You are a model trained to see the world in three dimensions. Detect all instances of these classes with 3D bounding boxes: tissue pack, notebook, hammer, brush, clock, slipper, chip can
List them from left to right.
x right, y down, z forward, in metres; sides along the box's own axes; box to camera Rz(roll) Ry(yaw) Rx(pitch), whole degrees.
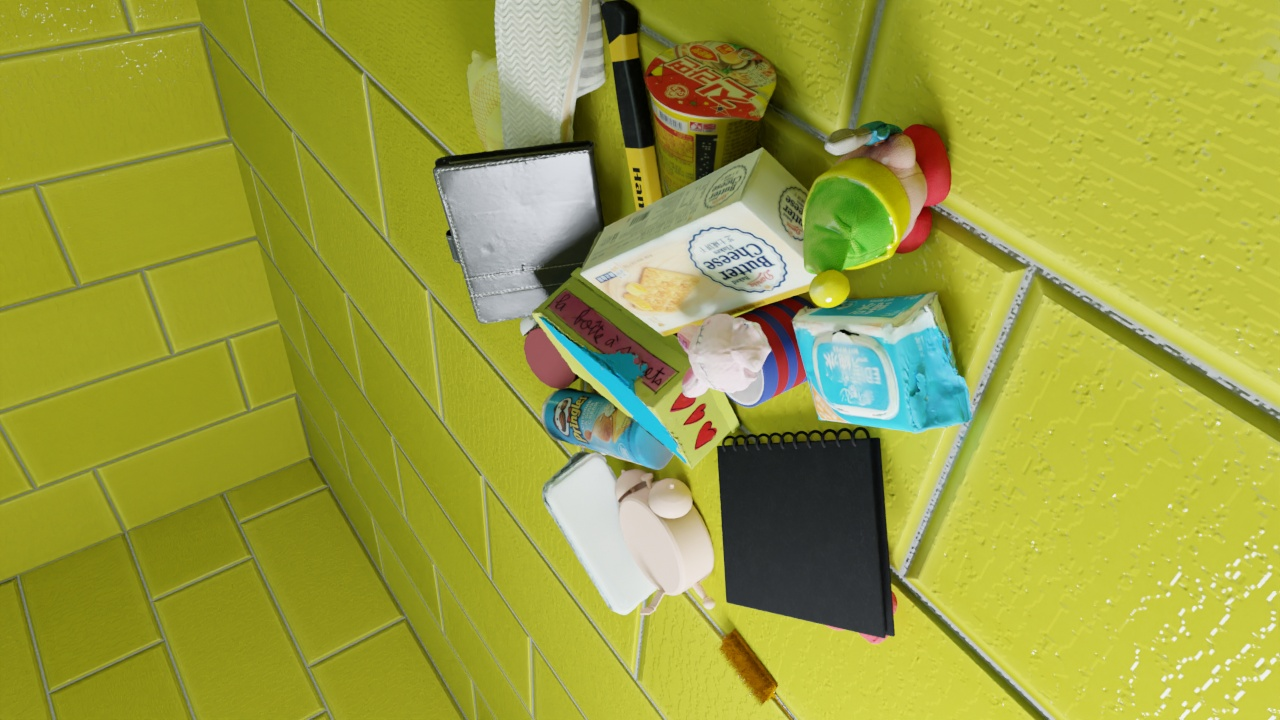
[{"bbox_3d":[-0.119,-0.130,0.972,0.029,0.169,0.209,-96,-1,-48],"label":"notebook"},{"bbox_3d":[-0.091,-0.289,0.912,0.114,0.053,0.273,25,127,20],"label":"slipper"},{"bbox_3d":[-0.104,-0.020,1.148,0.087,0.044,0.124,-3,113,40],"label":"clock"},{"bbox_3d":[-0.034,0.078,1.094,0.230,0.079,0.080,7,116,58],"label":"chip can"},{"bbox_3d":[0.002,-0.178,0.892,0.170,0.034,0.325,22,128,55],"label":"hammer"},{"bbox_3d":[0.020,0.214,1.099,0.131,0.086,0.160,4,108,59],"label":"clock"},{"bbox_3d":[0.138,0.378,1.075,0.126,0.017,0.048,50,148,29],"label":"brush"},{"bbox_3d":[0.141,0.150,0.843,0.232,0.019,0.169,-13,79,62],"label":"notebook"},{"bbox_3d":[0.176,0.001,0.683,0.145,0.061,0.093,2,111,59],"label":"tissue pack"}]

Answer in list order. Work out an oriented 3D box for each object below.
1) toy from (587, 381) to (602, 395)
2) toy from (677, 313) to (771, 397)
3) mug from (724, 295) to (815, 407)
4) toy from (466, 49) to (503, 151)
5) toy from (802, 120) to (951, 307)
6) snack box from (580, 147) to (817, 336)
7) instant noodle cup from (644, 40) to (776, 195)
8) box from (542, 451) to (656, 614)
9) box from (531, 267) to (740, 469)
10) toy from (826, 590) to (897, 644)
[{"bbox_3d":[-0.055,-0.007,1.099,0.054,0.042,0.101,16,-123,-76],"label":"toy"},{"bbox_3d":[0.059,-0.003,0.735,0.110,0.047,0.063,-18,86,65],"label":"toy"},{"bbox_3d":[0.099,-0.014,0.791,0.112,0.076,0.075,26,132,51],"label":"mug"},{"bbox_3d":[-0.147,-0.279,1.041,0.155,0.064,0.171,51,155,-3],"label":"toy"},{"bbox_3d":[0.146,-0.094,0.590,0.096,0.131,0.124,58,151,27],"label":"toy"},{"bbox_3d":[0.054,-0.087,0.748,0.104,0.057,0.208,37,151,-26],"label":"snack box"},{"bbox_3d":[0.053,-0.182,0.739,0.100,0.100,0.113,49,157,31],"label":"instant noodle cup"},{"bbox_3d":[-0.043,0.216,1.160,0.063,0.118,0.214,1,121,50],"label":"box"},{"bbox_3d":[-0.005,0.005,0.949,0.221,0.079,0.124,34,164,43],"label":"box"},{"bbox_3d":[0.182,0.206,0.841,0.135,0.045,0.092,25,125,58],"label":"toy"}]
